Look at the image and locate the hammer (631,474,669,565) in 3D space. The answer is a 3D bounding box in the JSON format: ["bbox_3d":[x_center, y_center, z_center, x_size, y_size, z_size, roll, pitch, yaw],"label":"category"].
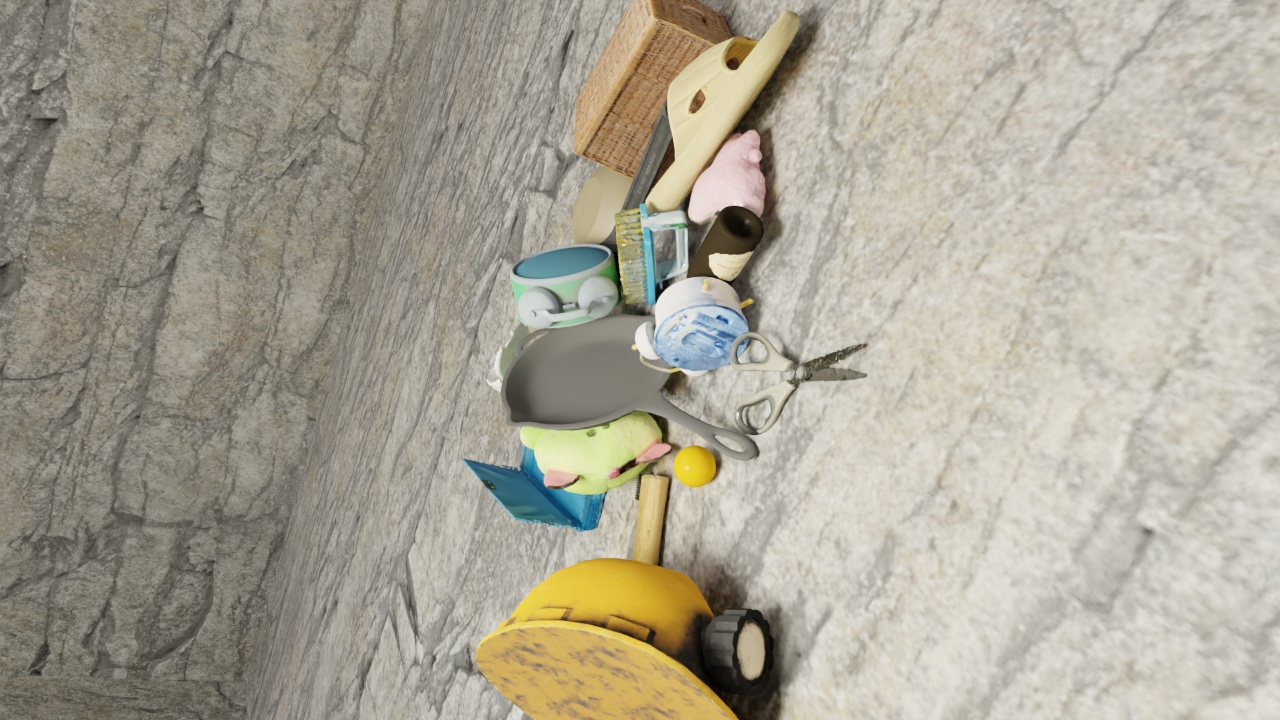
[{"bbox_3d":[-0.007,0.281,0.923,0.132,0.033,0.330,-11,69,62],"label":"hammer"}]

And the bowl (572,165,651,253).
[{"bbox_3d":[-0.046,-0.184,1.159,0.153,0.050,0.152,-34,50,53],"label":"bowl"}]

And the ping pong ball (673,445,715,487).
[{"bbox_3d":[0.051,0.100,0.871,0.040,0.040,0.040,-34,50,53],"label":"ping pong ball"}]

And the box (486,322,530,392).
[{"bbox_3d":[-0.138,0.011,1.148,0.136,0.147,0.084,6,66,62],"label":"box"}]

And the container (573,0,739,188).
[{"bbox_3d":[0.014,-0.311,1.031,0.199,0.113,0.112,-50,33,39],"label":"container"}]

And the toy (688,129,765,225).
[{"bbox_3d":[0.091,-0.178,0.896,0.099,0.052,0.096,9,82,54],"label":"toy"}]

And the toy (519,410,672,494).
[{"bbox_3d":[-0.056,0.079,1.007,0.196,0.150,0.107,-112,6,-45],"label":"toy"}]

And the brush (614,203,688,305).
[{"bbox_3d":[0.014,-0.107,0.996,0.136,0.075,0.055,85,179,-58],"label":"brush"}]

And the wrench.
[{"bbox_3d":[-0.008,-0.180,1.056,0.073,0.018,0.274,38,129,15],"label":"wrench"}]

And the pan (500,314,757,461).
[{"bbox_3d":[-0.013,0.035,0.943,0.355,0.216,0.024,26,143,44],"label":"pan"}]

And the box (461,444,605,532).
[{"bbox_3d":[-0.136,0.127,1.137,0.232,0.112,0.094,27,104,62],"label":"box"}]

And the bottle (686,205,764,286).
[{"bbox_3d":[0.064,-0.075,0.904,0.185,0.045,0.045,120,150,-52],"label":"bottle"}]

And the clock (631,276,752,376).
[{"bbox_3d":[0.047,-0.026,0.876,0.126,0.088,0.051,-45,36,36],"label":"clock"}]

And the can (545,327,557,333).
[{"bbox_3d":[-0.086,-0.056,1.177,0.102,0.055,0.055,-5,75,62],"label":"can"}]

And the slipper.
[{"bbox_3d":[0.058,-0.247,0.920,0.262,0.079,0.111,-53,4,45],"label":"slipper"}]

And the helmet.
[{"bbox_3d":[-0.009,0.243,0.803,0.256,0.205,0.131,-10,38,36],"label":"helmet"}]

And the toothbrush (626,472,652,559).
[{"bbox_3d":[-0.008,0.202,0.976,0.013,0.013,0.167,11,91,62],"label":"toothbrush"}]

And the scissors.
[{"bbox_3d":[0.128,0.021,0.788,0.165,0.012,0.150,41,122,47],"label":"scissors"}]

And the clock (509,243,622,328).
[{"bbox_3d":[-0.083,-0.075,1.037,0.161,0.122,0.075,-106,5,-66],"label":"clock"}]

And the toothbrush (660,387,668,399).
[{"bbox_3d":[-0.006,0.006,1.039,0.185,0.022,0.024,-132,40,-59],"label":"toothbrush"}]
